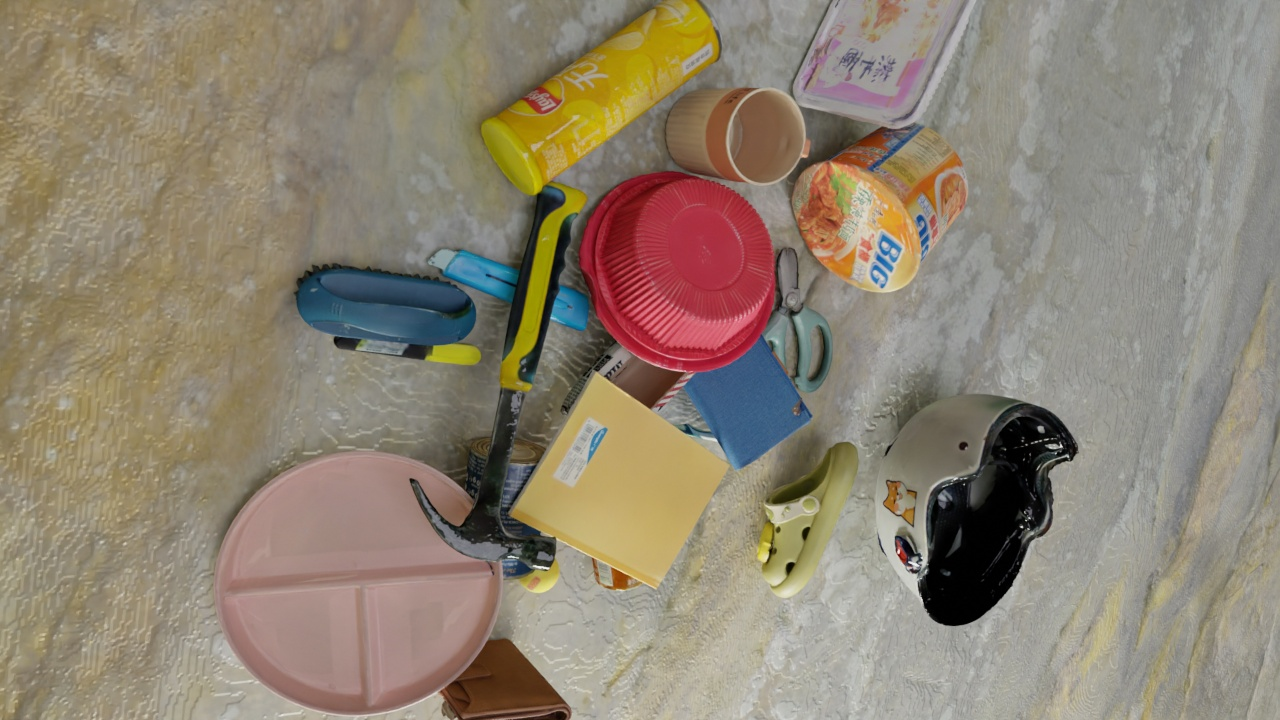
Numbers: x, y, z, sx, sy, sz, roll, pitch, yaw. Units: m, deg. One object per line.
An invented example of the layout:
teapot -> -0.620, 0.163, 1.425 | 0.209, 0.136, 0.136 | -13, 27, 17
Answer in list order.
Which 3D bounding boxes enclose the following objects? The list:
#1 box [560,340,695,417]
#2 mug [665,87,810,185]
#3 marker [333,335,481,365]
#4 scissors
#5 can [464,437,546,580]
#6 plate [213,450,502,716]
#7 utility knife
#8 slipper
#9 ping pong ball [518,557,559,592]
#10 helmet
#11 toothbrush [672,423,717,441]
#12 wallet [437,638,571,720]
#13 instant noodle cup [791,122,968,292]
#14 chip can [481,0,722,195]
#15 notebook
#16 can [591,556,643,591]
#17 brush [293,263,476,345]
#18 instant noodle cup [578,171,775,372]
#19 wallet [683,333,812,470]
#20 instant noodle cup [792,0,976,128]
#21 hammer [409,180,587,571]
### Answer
box -> -0.008, 0.001, 0.856 | 0.162, 0.076, 0.087 | -44, 143, -10
mug -> 0.095, -0.203, 0.833 | 0.114, 0.106, 0.082 | 1, 104, -31
marker -> -0.195, -0.011, 0.775 | 0.124, 0.015, 0.018 | 7, 100, -29
scissors -> 0.142, -0.031, 0.968 | 0.129, 0.019, 0.185 | -34, 118, -17
can -> -0.123, 0.130, 0.823 | 0.075, 0.075, 0.111 | 3, 103, -31
plate -> -0.231, 0.184, 0.766 | 0.229, 0.028, 0.229 | -2, 99, -10
utility knife -> -0.112, -0.065, 0.806 | 0.159, 0.018, 0.034 | 20, 95, -32
slipper -> 0.176, 0.167, 1.020 | 0.081, 0.091, 0.191 | 25, 103, 5
ping pong ball -> -0.098, 0.202, 0.881 | 0.040, 0.040, 0.040 | -9, 109, -28
helmet -> 0.364, 0.155, 1.074 | 0.229, 0.157, 0.274 | -9, 119, -31
toothbrush -> 0.053, 0.070, 0.946 | 0.191, 0.016, 0.018 | 15, 86, -33
wallet -> -0.137, 0.292, 0.832 | 0.107, 0.132, 0.031 | 10, 95, -32
instant noodle cup -> 0.245, -0.160, 0.919 | 0.111, 0.151, 0.151 | -40, 121, -24
chip can -> -0.029, -0.227, 0.772 | 0.213, 0.072, 0.072 | -39, 121, -15
notebook -> -0.012, 0.117, 0.849 | 0.206, 0.010, 0.145 | 36, 82, -40
can -> -0.026, 0.151, 0.898 | 0.057, 0.058, 0.147 | -17, 113, -26
brush -> -0.197, -0.040, 0.729 | 0.143, 0.073, 0.055 | 6, 106, -32
instant noodle cup -> 0.047, -0.089, 0.816 | 0.193, 0.066, 0.193 | 4, 77, -20
wallet -> 0.102, 0.028, 0.927 | 0.106, 0.040, 0.133 | -33, 93, -18
instant noodle cup -> 0.244, -0.304, 0.885 | 0.060, 0.138, 0.173 | 21, 94, -55
hammer -> -0.103, 0.003, 0.765 | 0.126, 0.032, 0.323 | 14, 78, -16
